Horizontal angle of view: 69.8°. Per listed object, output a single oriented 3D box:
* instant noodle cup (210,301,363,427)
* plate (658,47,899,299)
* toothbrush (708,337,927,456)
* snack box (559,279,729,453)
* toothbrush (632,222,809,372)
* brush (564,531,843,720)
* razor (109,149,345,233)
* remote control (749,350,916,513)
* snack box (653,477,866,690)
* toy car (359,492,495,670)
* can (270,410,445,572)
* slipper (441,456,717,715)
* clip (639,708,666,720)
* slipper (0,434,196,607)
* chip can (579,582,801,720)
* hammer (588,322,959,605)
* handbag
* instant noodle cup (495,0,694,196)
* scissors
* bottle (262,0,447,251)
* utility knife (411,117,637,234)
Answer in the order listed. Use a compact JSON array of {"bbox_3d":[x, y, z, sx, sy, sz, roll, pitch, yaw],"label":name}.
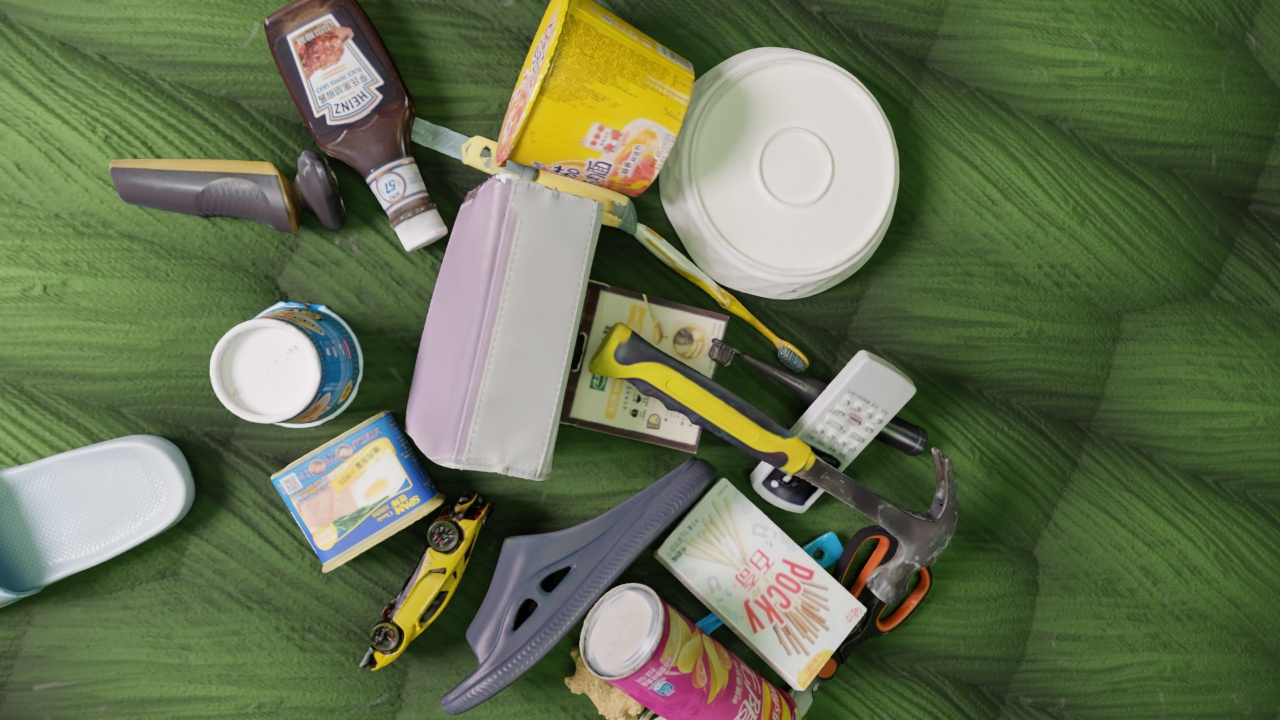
[{"bbox_3d":[-0.256,0.005,0.656,0.099,0.110,0.099,0,92,-8],"label":"instant noodle cup"},{"bbox_3d":[0.119,-0.153,0.743,0.205,0.045,0.205,0,92,-8],"label":"plate"},{"bbox_3d":[0.145,0.029,0.743,0.212,0.026,0.027,24,82,-20],"label":"toothbrush"},{"bbox_3d":[-0.004,0.004,0.724,0.125,0.053,0.113,14,90,-10],"label":"snack box"},{"bbox_3d":[0.064,-0.050,0.751,0.191,0.016,0.018,38,41,-9],"label":"toothbrush"},{"bbox_3d":[0.057,0.212,0.754,0.254,0.046,0.083,-28,92,-11],"label":"brush"},{"bbox_3d":[-0.304,-0.130,0.678,0.167,0.062,0.067,3,61,-4],"label":"razor"},{"bbox_3d":[0.152,0.061,0.736,0.058,0.021,0.150,29,112,-21],"label":"remote control"},{"bbox_3d":[0.095,0.177,0.734,0.157,0.027,0.084,42,71,7],"label":"snack box"},{"bbox_3d":[-0.162,0.168,0.698,0.041,0.071,0.156,31,89,-5],"label":"toy car"},{"bbox_3d":[-0.213,0.097,0.694,0.102,0.057,0.083,-30,94,-7],"label":"can"},{"bbox_3d":[-0.058,0.155,0.706,0.267,0.111,0.083,-42,81,-11],"label":"slipper"},{"bbox_3d":[0.000,0.315,0.750,0.100,0.034,0.071,-36,98,2],"label":"clip"},{"bbox_3d":[-0.445,0.122,0.649,0.245,0.074,0.104,-18,96,-9],"label":"slipper"},{"bbox_3d":[0.043,0.242,0.685,0.071,0.071,0.210,-48,128,-5],"label":"chip can"},{"bbox_3d":[0.109,0.065,0.699,0.323,0.032,0.126,32,102,-14],"label":"hammer"},{"bbox_3d":[-0.102,-0.024,0.665,0.098,0.145,0.197,13,91,-31],"label":"handbag"},{"bbox_3d":[-0.032,-0.191,0.679,0.109,0.138,0.138,20,89,-19],"label":"instant noodle cup"},{"bbox_3d":[0.149,0.236,0.770,0.234,0.022,0.142,-35,108,-9],"label":"scissors"},{"bbox_3d":[-0.206,-0.177,0.691,0.080,0.044,0.195,-26,97,-1],"label":"bottle"},{"bbox_3d":[-0.098,-0.150,0.724,0.210,0.022,0.031,21,83,0],"label":"utility knife"}]
